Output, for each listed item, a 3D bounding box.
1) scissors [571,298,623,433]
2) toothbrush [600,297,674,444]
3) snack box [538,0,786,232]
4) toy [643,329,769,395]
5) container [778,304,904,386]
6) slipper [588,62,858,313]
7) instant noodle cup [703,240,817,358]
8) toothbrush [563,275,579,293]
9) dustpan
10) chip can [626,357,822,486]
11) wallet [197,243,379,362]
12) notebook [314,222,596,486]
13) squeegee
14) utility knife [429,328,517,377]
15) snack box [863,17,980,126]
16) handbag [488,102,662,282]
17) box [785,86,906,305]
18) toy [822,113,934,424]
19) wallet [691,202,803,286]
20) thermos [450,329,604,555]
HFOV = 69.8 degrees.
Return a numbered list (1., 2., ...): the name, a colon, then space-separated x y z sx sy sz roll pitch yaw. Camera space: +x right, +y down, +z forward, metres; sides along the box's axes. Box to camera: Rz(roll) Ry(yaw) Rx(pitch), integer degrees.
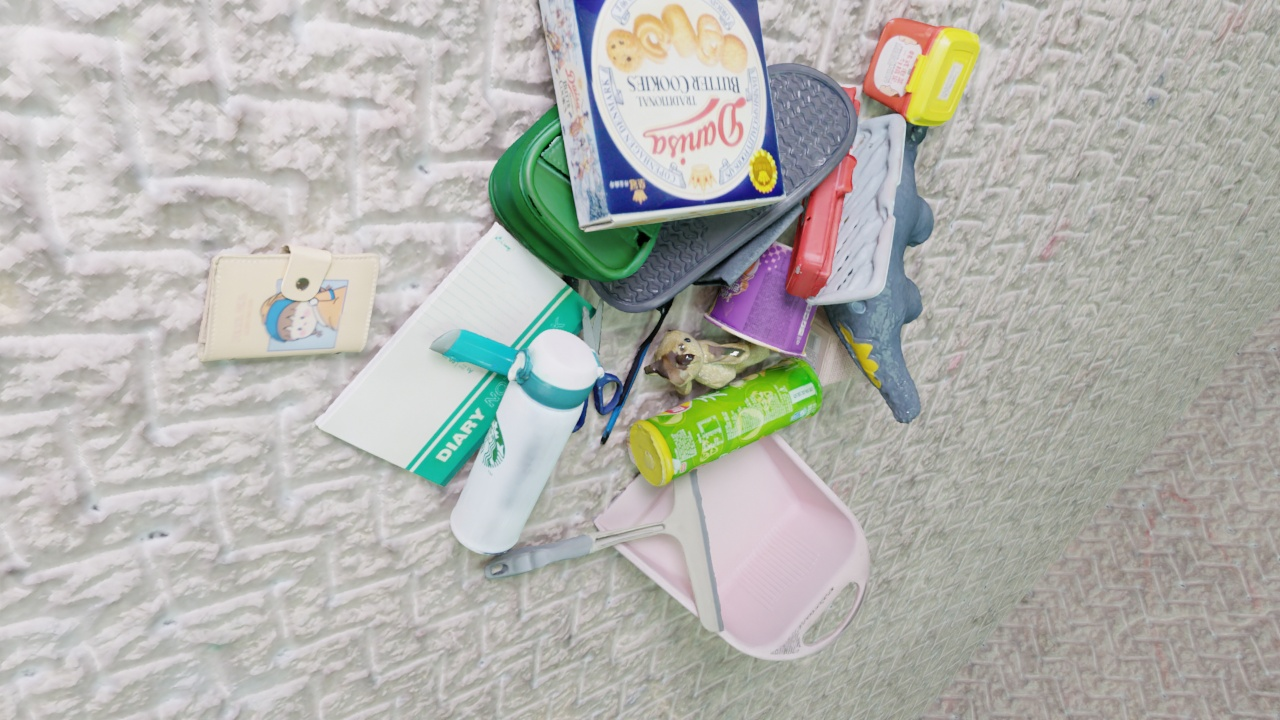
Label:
1. scissors: -0.037 0.003 0.852 0.128 0.012 0.174 -7 134 -47
2. toothbrush: -0.005 0.005 0.910 0.014 0.016 0.190 -10 130 -52
3. snack box: 0.021 -0.195 0.671 0.177 0.046 0.182 -15 97 -38
4. toy: 0.075 -0.003 0.949 0.105 0.066 0.157 -24 167 41
5. container: 0.227 -0.032 1.051 0.110 0.090 0.090 -18 132 -31
6. slipper: 0.061 -0.150 0.793 0.268 0.083 0.110 -41 101 3
7. instant noodle cup: 0.131 -0.068 0.915 0.111 0.112 0.099 9 104 -48
8. toothbrush: -0.085 0.007 0.829 0.016 0.014 0.189 -18 134 -52
9. dustpan: 0.126 0.197 1.024 0.222 0.139 0.273 -49 120 -5
10. chip can: 0.095 0.061 0.976 0.220 0.072 0.073 -21 134 -26
11. wallet: -0.238 -0.040 0.629 0.115 0.024 0.087 -4 128 -42
12. notebook: -0.143 0.003 0.754 0.209 0.012 0.150 -48 141 2
13. squeegee: -0.048 0.195 0.975 0.246 0.039 0.246 -10 91 -20
14. utility knife: -0.113 0.001 0.760 0.029 0.013 0.161 -52 145 9
15. snack box: 0.267 -0.282 0.887 0.081 0.080 0.091 -10 127 -42
16. handbag: -0.040 -0.129 0.695 0.131 0.068 0.120 44 70 -29
17. box: 0.196 -0.146 0.846 0.095 0.091 0.201 97 6 -68
18. toy: 0.248 -0.116 0.957 0.137 0.091 0.356 7 88 -15
19. wallet: 0.094 -0.106 0.849 0.097 0.121 0.019 -46 100 -5
20. thermos: -0.102 0.071 0.784 0.073 0.073 0.225 -8 138 -41
